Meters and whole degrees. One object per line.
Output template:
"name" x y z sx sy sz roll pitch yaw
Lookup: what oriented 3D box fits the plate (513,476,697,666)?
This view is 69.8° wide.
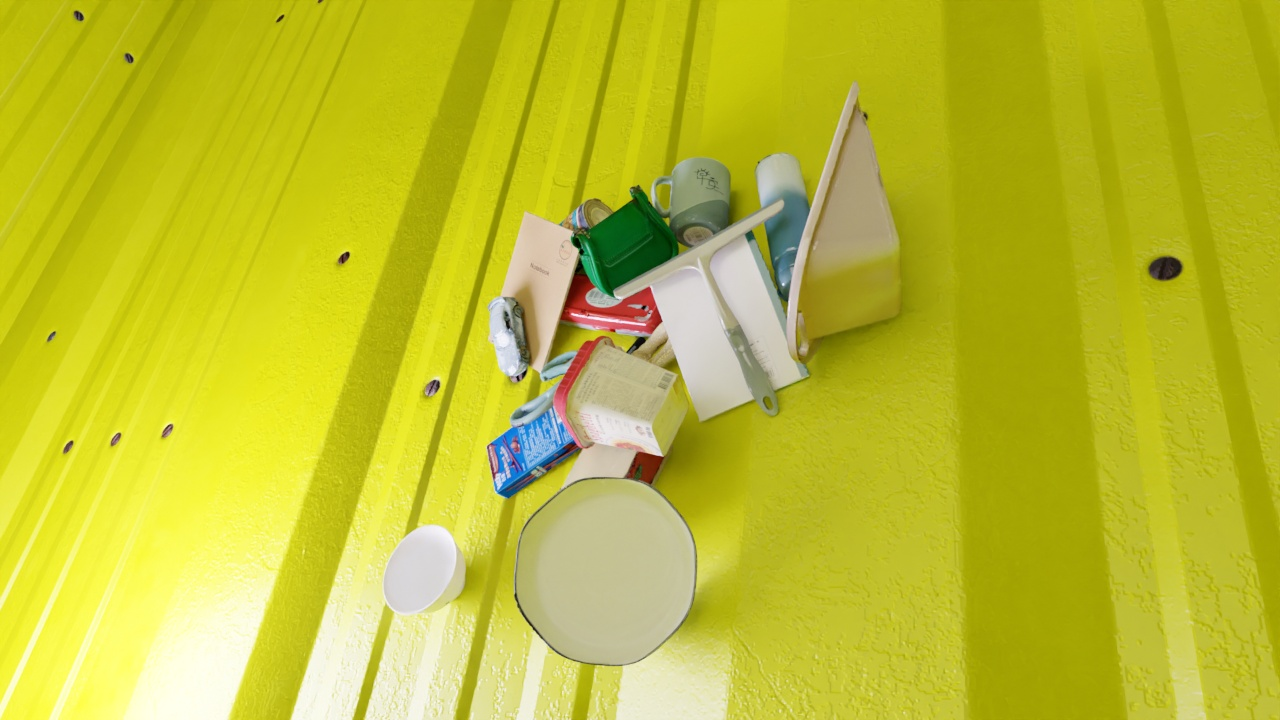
"plate" -0.037 0.233 1.025 0.205 0.045 0.204 -1 79 6

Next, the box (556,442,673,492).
"box" -0.043 0.146 1.121 0.091 0.079 0.168 15 69 38

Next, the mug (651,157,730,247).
"mug" 0.069 -0.219 1.281 0.111 0.082 0.106 10 62 -8

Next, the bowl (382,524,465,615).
"bowl" -0.266 0.280 1.187 0.118 0.065 0.118 -17 52 22

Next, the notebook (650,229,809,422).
"notebook" 0.106 -0.046 1.148 0.150 0.012 0.209 -24 72 16

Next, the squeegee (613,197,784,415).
"squeegee" 0.109 -0.045 1.118 0.247 0.039 0.246 -27 71 14

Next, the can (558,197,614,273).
"can" -0.089 -0.179 1.354 0.111 0.075 0.075 -33 44 38

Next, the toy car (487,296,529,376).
"toy car" -0.196 -0.036 1.352 0.054 0.036 0.120 -28 69 39

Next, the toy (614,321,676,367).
"toy" -0.007 0.007 1.202 0.157 0.066 0.105 -38 64 1

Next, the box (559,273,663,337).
"box" -0.036 -0.081 1.304 0.201 0.048 0.087 10 64 38

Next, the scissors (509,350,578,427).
"scissors" -0.115 0.038 1.230 0.177 0.019 0.174 -49 21 -22

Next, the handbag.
"handbag" -0.022 -0.156 1.240 0.131 0.120 0.068 -37 35 -8

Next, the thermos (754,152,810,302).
"thermos" 0.192 -0.173 1.195 0.070 0.070 0.220 -19 52 21

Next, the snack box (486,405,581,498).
"snack box" -0.137 0.110 1.235 0.157 0.026 0.084 -35 47 16

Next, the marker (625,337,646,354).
"marker" -0.035 0.016 1.248 0.124 0.015 0.018 -50 51 -5

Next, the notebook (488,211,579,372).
"notebook" -0.157 -0.103 1.352 0.148 0.008 0.208 29 106 43

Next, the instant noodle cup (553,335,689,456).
"instant noodle cup" -0.018 0.049 1.071 0.124 0.116 0.116 16 62 25

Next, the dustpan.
"dustpan" 0.214 -0.141 1.053 0.139 0.222 0.273 -13 60 11
